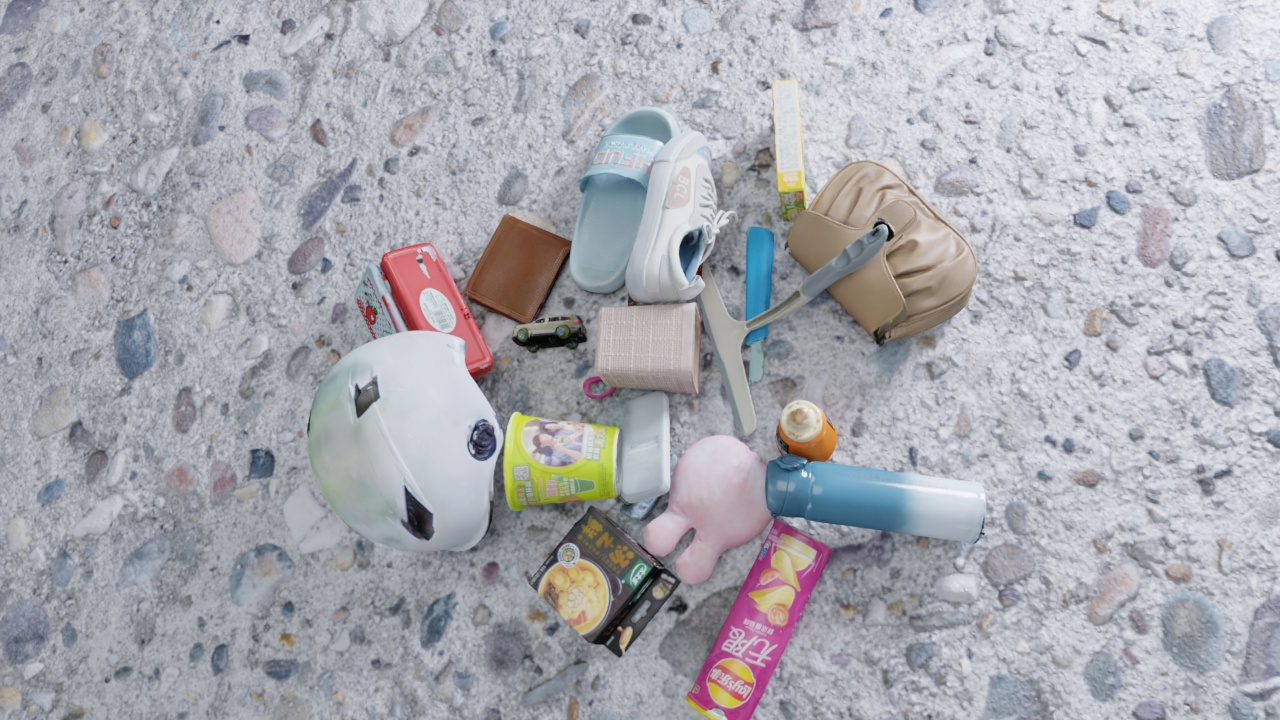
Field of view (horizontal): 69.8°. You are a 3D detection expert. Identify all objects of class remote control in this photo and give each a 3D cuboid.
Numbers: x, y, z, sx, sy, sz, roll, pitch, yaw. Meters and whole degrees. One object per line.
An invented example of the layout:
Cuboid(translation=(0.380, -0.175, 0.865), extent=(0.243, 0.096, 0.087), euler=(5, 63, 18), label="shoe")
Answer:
Cuboid(translation=(0.006, 0.095, 1.019), extent=(0.056, 0.020, 0.135), euler=(-18, 46, 20), label="remote control")

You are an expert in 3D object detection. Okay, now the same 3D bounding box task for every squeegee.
Cuboid(translation=(0.175, -0.076, 1.006), extent=(0.247, 0.039, 0.246), euler=(-35, 58, 35), label="squeegee")

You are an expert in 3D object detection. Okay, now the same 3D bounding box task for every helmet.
Cuboid(translation=(-0.276, 0.098, 1.011), extent=(0.230, 0.145, 0.258), euler=(-17, 83, 39), label="helmet")

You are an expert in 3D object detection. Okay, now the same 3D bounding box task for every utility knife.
Cuboid(translation=(0.137, -0.066, 1.072), extent=(0.034, 0.018, 0.192), euler=(-3, 76, 28), label="utility knife")

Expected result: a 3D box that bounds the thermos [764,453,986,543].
Cuboid(translation=(0.238, 0.142, 0.947), extent=(0.220, 0.070, 0.070), euler=(8, 77, 4), label="thermos")

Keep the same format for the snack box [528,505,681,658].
Cuboid(translation=(-0.040, 0.246, 1.021), extent=(0.126, 0.053, 0.113), euler=(37, 87, 24), label="snack box")

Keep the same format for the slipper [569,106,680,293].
Cuboid(translation=(-0.030, -0.202, 1.118), extent=(0.104, 0.074, 0.245), euler=(15, 81, 17), label="slipper")

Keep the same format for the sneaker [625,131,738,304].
Cuboid(translation=(0.059, -0.171, 1.056), extent=(0.091, 0.089, 0.241), euler=(3, 60, 26), label="sneaker")

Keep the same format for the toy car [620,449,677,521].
Cuboid(translation=(0.011, 0.141, 1.035), extent=(0.034, 0.043, 0.090), euler=(34, 85, 21), label="toy car")

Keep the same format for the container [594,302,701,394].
Cuboid(translation=(0.010, -0.013, 1.042), extent=(0.111, 0.090, 0.090), euler=(1, 76, 9), label="container")

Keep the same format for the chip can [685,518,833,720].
Cuboid(translation=(0.125, 0.274, 0.959), extent=(0.071, 0.071, 0.210), euler=(25, 82, 18), label="chip can")

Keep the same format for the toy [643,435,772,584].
Cuboid(translation=(0.075, 0.162, 1.008), extent=(0.121, 0.054, 0.159), euler=(40, 88, 16), label="toy")

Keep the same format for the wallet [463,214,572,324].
Cuboid(translation=(-0.151, -0.112, 1.148), extent=(0.101, 0.032, 0.124), euler=(25, 83, 15), label="wallet")

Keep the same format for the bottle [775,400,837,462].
Cuboid(translation=(0.170, 0.072, 0.958), extent=(0.067, 0.149, 0.066), euler=(-3, 75, 12), label="bottle")

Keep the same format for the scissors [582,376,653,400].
Cuboid(translation=(-0.007, 0.005, 1.090), extent=(0.133, 0.017, 0.136), euler=(-12, 72, 6), label="scissors")

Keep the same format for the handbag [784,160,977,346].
Cuboid(translation=(0.265, -0.122, 1.012), extent=(0.148, 0.100, 0.204), euler=(-41, 67, 2), label="handbag")

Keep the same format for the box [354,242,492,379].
Cuboid(translation=(-0.278, -0.037, 1.154), extent=(0.116, 0.099, 0.201), euler=(-20, 68, -27), label="box")

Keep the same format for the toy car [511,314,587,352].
Cuboid(translation=(-0.111, -0.033, 1.111), extent=(0.090, 0.042, 0.035), euler=(-7, 65, 11), label="toy car")

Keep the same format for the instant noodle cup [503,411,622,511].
Cuboid(translation=(-0.082, 0.115, 1.036), extent=(0.123, 0.112, 0.111), euler=(1, 76, 6), label="instant noodle cup")

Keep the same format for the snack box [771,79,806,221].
Cuboid(translation=(0.174, -0.244, 1.072), extent=(0.034, 0.087, 0.140), euler=(-6, 75, 11), label="snack box")

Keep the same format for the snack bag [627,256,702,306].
Cuboid(translation=(0.030, -0.092, 1.094), extent=(0.104, 0.026, 0.048), euler=(-9, 67, 24), label="snack bag")
